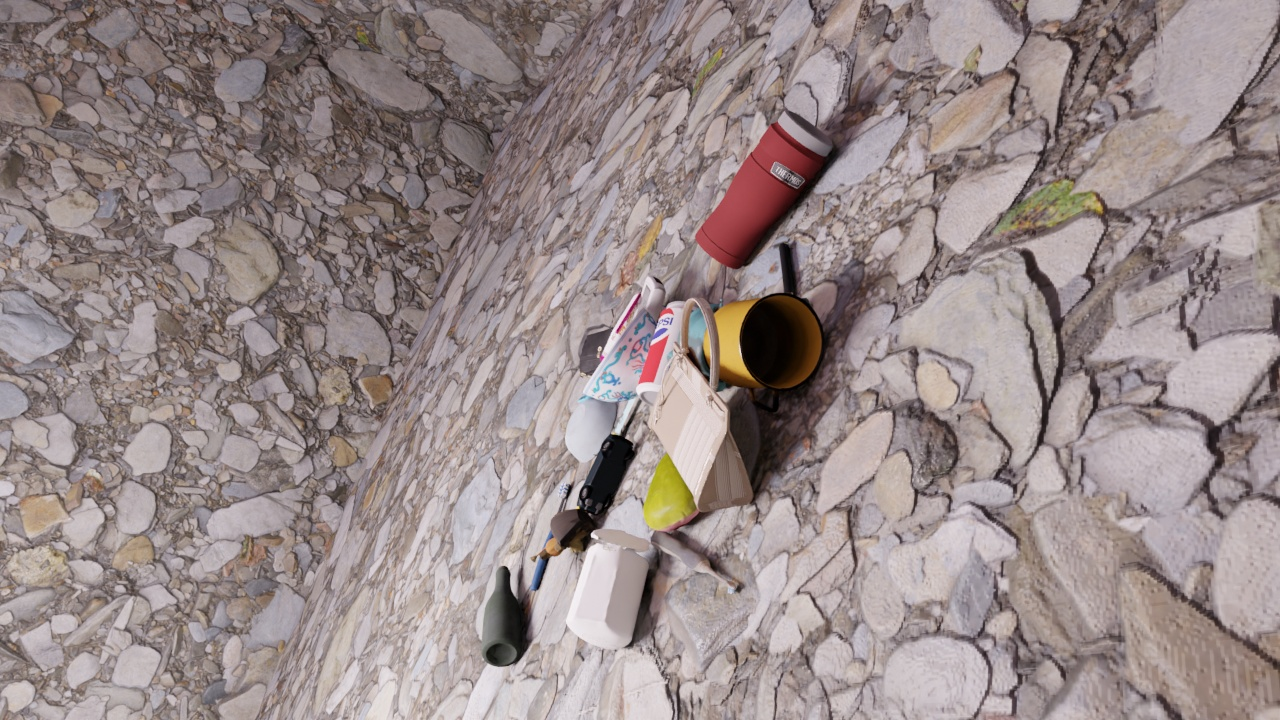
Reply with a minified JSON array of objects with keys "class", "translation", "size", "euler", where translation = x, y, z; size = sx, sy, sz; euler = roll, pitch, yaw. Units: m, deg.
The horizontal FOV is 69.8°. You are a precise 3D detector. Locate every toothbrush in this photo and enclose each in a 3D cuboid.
[{"class":"toothbrush","translation":[-0.133,0.258,1.352],"size":[0.014,0.014,0.167],"euler":[-14,50,47]},{"class":"toothbrush","translation":[0.057,0.212,0.978],"size":[0.186,0.022,0.024],"euler":[-168,75,-66]}]

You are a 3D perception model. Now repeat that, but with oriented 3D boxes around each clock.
[{"class":"clock","translation":[0.083,-0.008,1.093],"size":[0.124,0.090,0.053],"euler":[-61,31,1]}]

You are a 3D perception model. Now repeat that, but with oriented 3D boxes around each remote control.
[{"class":"remote control","translation":[0.004,-0.056,1.365],"size":[0.060,0.025,0.139],"euler":[-115,41,-66]}]

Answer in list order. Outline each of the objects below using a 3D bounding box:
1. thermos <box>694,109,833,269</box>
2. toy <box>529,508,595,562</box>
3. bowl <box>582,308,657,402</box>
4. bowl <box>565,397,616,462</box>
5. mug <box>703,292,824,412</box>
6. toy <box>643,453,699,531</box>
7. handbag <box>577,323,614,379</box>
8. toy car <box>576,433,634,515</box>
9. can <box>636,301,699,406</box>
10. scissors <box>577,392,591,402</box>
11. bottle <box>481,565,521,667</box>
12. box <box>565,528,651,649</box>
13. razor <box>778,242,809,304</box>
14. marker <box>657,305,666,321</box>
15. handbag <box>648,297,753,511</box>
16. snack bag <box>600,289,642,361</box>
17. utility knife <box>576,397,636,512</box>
[{"class":"thermos","translation":[0.156,-0.224,1.192],"size":[0.199,0.084,0.108],"euler":[-53,24,26]},{"class":"toy","translation":[-0.108,0.245,1.252],"size":[0.100,0.062,0.076],"euler":[-43,-12,8]},{"class":"bowl","translation":[-0.008,0.007,1.264],"size":[0.144,0.074,0.144],"euler":[-54,-1,-2]},{"class":"bowl","translation":[-0.082,0.099,1.394],"size":[0.107,0.039,0.106],"euler":[-48,26,31]},{"class":"mug","translation":[0.129,-0.007,0.986],"size":[0.094,0.100,0.123],"euler":[179,89,-68]},{"class":"toy","translation":[0.043,0.143,1.048],"size":[0.090,0.051,0.109],"euler":[-39,28,40]},{"class":"handbag","translation":[-0.064,-0.011,1.470],"size":[0.129,0.054,0.079],"euler":[-12,57,60]},{"class":"toy car","translation":[-0.049,0.155,1.246],"size":[0.112,0.046,0.034],"euler":[-65,24,-4]},{"class":"can","translation":[0.045,-0.005,1.194],"size":[0.070,0.070,0.131],"euler":[-24,43,57]},{"class":"scissors","translation":[-0.071,0.048,1.412],"size":[0.111,0.015,0.141],"euler":[-33,2,-34]},{"class":"bottle","translation":[-0.200,0.360,1.326],"size":[0.055,0.055,0.174],"euler":[-54,22,19]},{"class":"box","translation":[-0.032,0.249,1.047],"size":[0.080,0.089,0.143],"euler":[1,56,24]},{"class":"razor","translation":[0.175,-0.095,1.085],"size":[0.043,0.022,0.144],"euler":[-8,37,11]},{"class":"marker","translation":[0.040,-0.040,1.318],"size":[0.020,0.020,0.141],"euler":[-54,23,19]},{"class":"handbag","translation":[0.064,0.029,0.979],"size":[0.175,0.062,0.198],"euler":[-124,30,-60]},{"class":"snack bag","translation":[-0.028,-0.044,1.316],"size":[0.070,0.016,0.197],"euler":[-60,1,-16]},{"class":"utility knife","translation":[-0.049,0.136,1.305],"size":[0.030,0.019,0.223],"euler":[19,86,62]}]
